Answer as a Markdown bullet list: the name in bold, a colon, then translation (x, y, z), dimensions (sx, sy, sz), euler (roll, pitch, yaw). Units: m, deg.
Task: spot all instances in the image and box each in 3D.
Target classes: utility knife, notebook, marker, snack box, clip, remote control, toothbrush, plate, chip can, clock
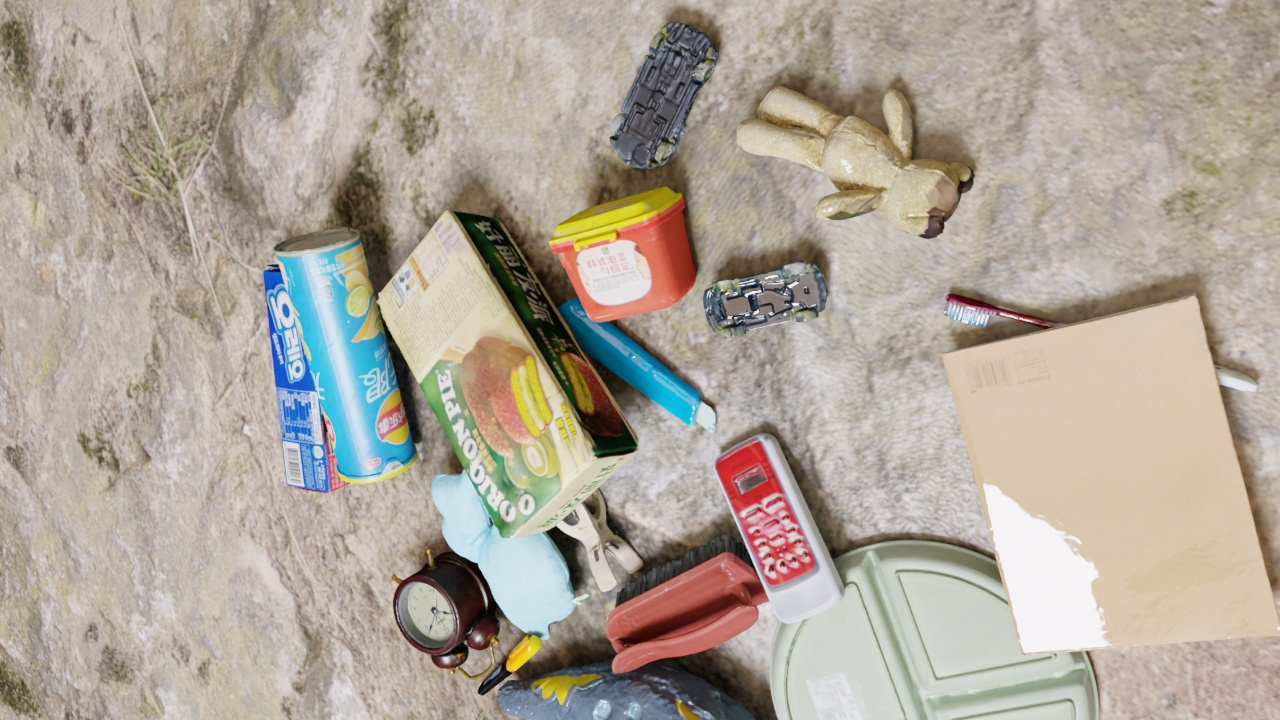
- **utility knife**: translation (-0.004, 0.004, 0.723), dimensions (0.161, 0.018, 0.034), euler (37, 118, 11)
- **notebook**: translation (0.291, 0.079, 0.578), dimensions (0.150, 0.012, 0.211), euler (-15, 92, 27)
- **marker**: translation (-0.121, 0.276, 0.825), dimensions (0.015, 0.018, 0.124), euler (30, 132, -11)
- **snack box**: translation (-0.296, 0.014, 0.840), dimensions (0.057, 0.058, 0.207), euler (4, 104, 25)
- **clip**: translation (-0.039, 0.139, 0.759), dimensions (0.035, 0.070, 0.100), euler (-42, 75, 26)
- **snack box**: translation (-0.109, 0.007, 0.716), dimensions (0.115, 0.063, 0.240), euler (-45, 67, 27)
- **remote control**: translation (0.100, 0.123, 0.677), dimensions (0.056, 0.020, 0.136), euler (-32, 69, 27)
- **toothbrush**: translation (0.286, -0.010, 0.583), dimensions (0.188, 0.016, 0.017), euler (19, 117, 21)
- **snack box**: translation (-0.009, -0.075, 0.673), dimensions (0.091, 0.081, 0.080), euler (-10, 107, 28)
- **plate**: translation (0.203, 0.243, 0.660), dimensions (0.230, 0.027, 0.230), euler (3, 97, 21)
- **chip can**: translation (-0.249, -0.002, 0.783), dimensions (0.071, 0.071, 0.210), euler (3, 115, 25)
- **clock**: translation (-0.172, 0.232, 0.832), dimensions (0.082, 0.055, 0.122), euler (-38, 82, 27)

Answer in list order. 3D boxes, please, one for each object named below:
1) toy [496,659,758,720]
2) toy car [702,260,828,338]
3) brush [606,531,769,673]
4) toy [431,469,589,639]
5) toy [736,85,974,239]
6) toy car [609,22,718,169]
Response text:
- **toy**: translation (0.035, 0.317, 0.737), dimensions (0.357, 0.091, 0.138), euler (23, 123, 21)
- **toy car**: translation (0.090, -0.044, 0.657), dimensions (0.091, 0.034, 0.043), euler (-13, 93, 25)
- **brush**: translation (0.031, 0.195, 0.713), dimensions (0.146, 0.069, 0.063), euler (-32, 124, 28)
- **toy**: translation (-0.114, 0.166, 0.791), dimensions (0.156, 0.049, 0.161), euler (14, 120, 32)
- **toy**: translation (0.137, -0.131, 0.605), dimensions (0.157, 0.066, 0.105), euler (31, 71, 20)
- **toy car**: translation (0.017, -0.188, 0.659), dimensions (0.049, 0.031, 0.106), euler (36, 113, 15)
